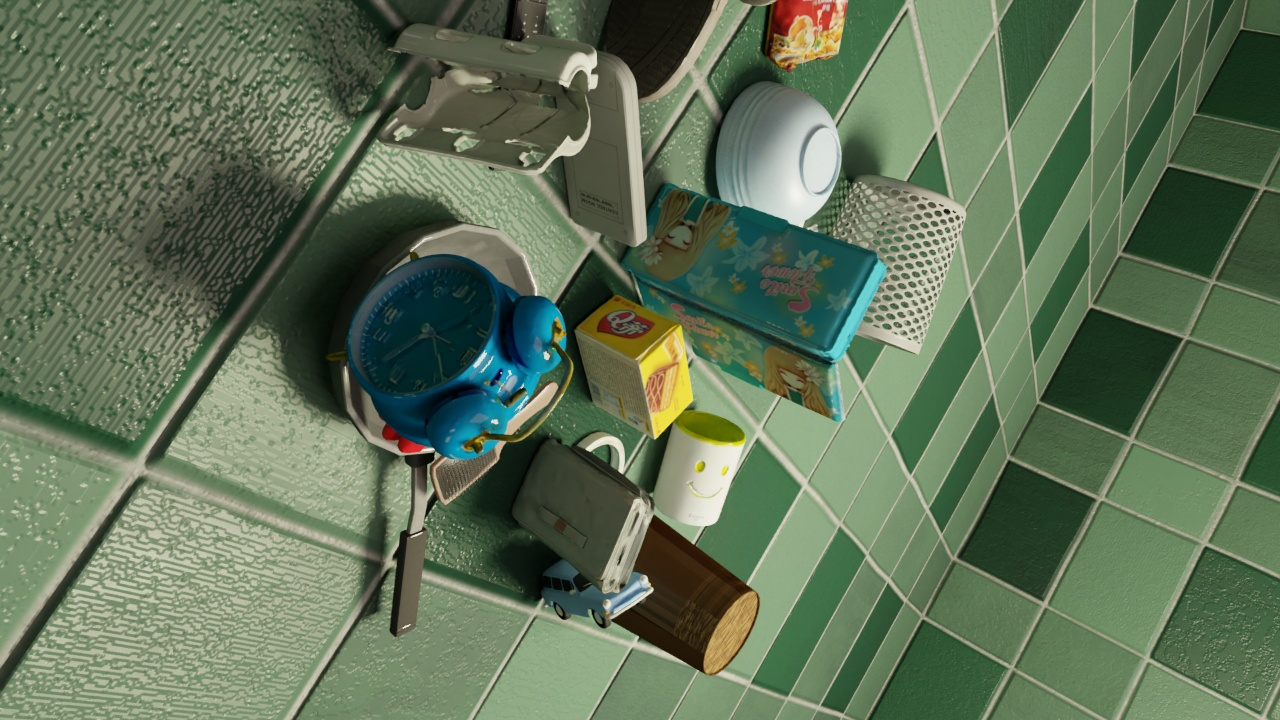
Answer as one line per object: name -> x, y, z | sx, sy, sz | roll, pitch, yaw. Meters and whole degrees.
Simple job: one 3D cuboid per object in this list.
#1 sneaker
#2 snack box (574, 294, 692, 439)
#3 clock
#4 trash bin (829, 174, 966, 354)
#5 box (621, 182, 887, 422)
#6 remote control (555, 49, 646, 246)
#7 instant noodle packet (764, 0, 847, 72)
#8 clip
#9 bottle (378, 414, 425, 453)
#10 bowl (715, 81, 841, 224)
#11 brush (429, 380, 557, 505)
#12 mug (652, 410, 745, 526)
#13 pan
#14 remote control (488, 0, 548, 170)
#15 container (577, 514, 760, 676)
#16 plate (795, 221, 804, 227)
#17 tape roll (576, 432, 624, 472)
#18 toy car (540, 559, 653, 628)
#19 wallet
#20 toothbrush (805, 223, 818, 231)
sneaker -> 0.060, -0.297, 0.736 | 0.120, 0.095, 0.234 | 31, 79, -57
snack box -> -0.005, 0.005, 0.855 | 0.061, 0.084, 0.106 | -43, 143, -28
clock -> -0.108, -0.003, 0.558 | 0.116, 0.161, 0.060 | -56, 149, -16
trash bin -> 0.300, -0.120, 1.133 | 0.156, 0.156, 0.183 | 13, 99, -57
box -> 0.087, -0.049, 0.812 | 0.084, 0.227, 0.172 | -19, 127, -46
remote control -> -0.030, -0.165, 0.711 | 0.019, 0.074, 0.151 | -38, 139, -34
instant noodle packet -> 0.166, -0.353, 0.888 | 0.098, 0.040, 0.136 | -21, 129, -38
clip -> -0.083, -0.185, 0.582 | 0.151, 0.126, 0.105 | -59, 156, -32
bottle -> -0.122, 0.016, 0.657 | 0.141, 0.042, 0.042 | -36, 138, -36
bowl -> 0.150, -0.199, 0.911 | 0.150, 0.075, 0.151 | -16, 113, -44
brush -> -0.110, 0.061, 0.733 | 0.135, 0.015, 0.050 | -41, 146, -31
mug -> 0.064, 0.121, 1.033 | 0.082, 0.082, 0.106 | -8, 119, -52
pan -> -0.169, 0.062, 0.704 | 0.178, 0.041, 0.358 | -16, 124, -49
remote control -> -0.087, -0.206, 0.661 | 0.030, 0.009, 0.140 | -14, 123, -50
container -> 0.033, 0.254, 1.002 | 0.131, 0.167, 0.132 | -33, 136, -38
plate -> 0.153, -0.176, 0.992 | 0.134, 0.011, 0.135 | -19, 116, -46
tape roll -> -0.051, 0.117, 0.933 | 0.092, 0.013, 0.093 | -32, 135, -39
toy car -> -0.049, 0.225, 0.908 | 0.056, 0.154, 0.055 | -27, 96, -32
wallet -> -0.053, 0.140, 0.839 | 0.054, 0.132, 0.100 | 2, 110, -51
toothbrush -> 0.148, -0.134, 1.029 | 0.185, 0.024, 0.022 | -25, 175, -44
